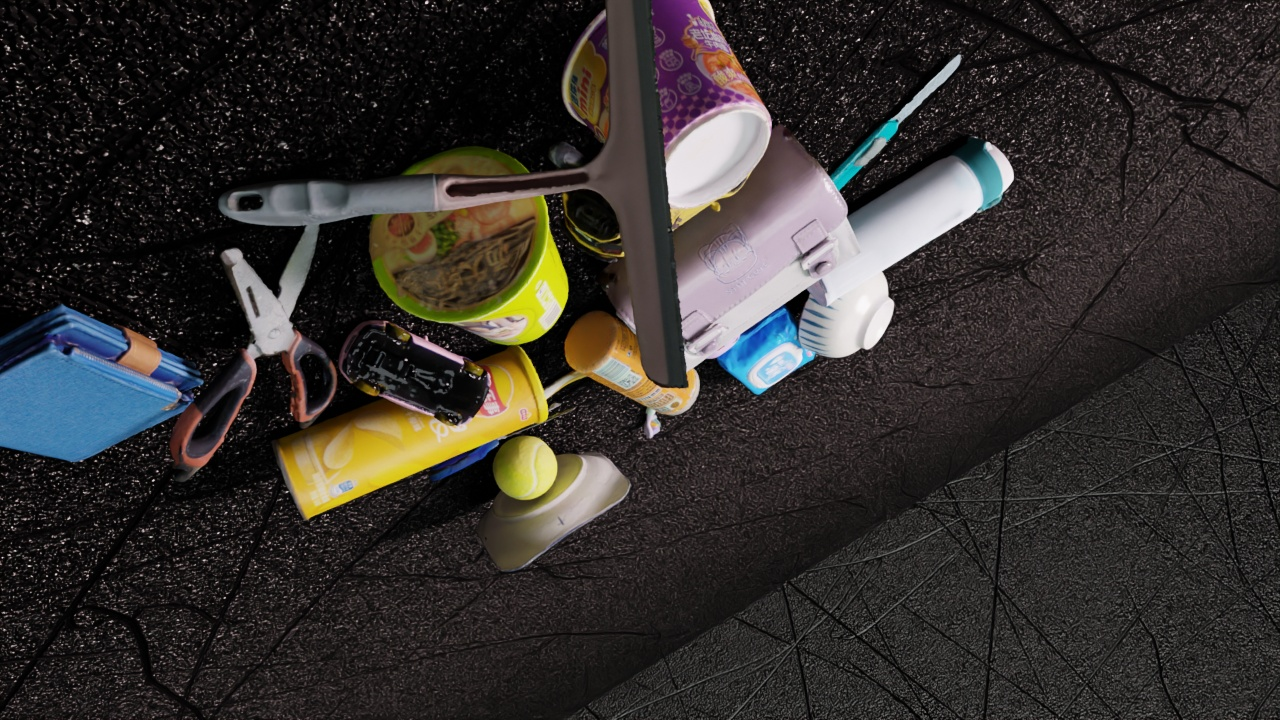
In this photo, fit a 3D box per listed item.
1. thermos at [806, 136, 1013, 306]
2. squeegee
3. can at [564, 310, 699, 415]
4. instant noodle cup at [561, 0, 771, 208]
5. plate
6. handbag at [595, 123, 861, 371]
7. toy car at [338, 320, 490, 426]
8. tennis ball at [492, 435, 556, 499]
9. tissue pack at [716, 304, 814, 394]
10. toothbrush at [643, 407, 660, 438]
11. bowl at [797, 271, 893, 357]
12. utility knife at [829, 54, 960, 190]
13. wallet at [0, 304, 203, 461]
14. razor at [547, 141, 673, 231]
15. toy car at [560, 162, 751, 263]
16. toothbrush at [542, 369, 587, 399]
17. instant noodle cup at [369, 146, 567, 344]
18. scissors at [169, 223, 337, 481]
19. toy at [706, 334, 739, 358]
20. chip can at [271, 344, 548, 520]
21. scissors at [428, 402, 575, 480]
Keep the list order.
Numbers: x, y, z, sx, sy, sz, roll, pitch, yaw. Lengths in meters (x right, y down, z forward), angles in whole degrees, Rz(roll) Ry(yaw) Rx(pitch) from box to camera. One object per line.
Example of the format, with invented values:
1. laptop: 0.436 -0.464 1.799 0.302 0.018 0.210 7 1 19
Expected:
1. thermos: 0.262 -0.138 0.911 0.224 0.073 0.073 -32 156 0
2. squeegee: -0.108 -0.097 0.518 0.249 0.247 0.040 -5 -178 0
3. can: -0.005 0.005 0.852 0.058 0.058 0.146 -39 142 17
4. instant noodle cup: 0.021 -0.155 0.565 0.111 0.099 0.112 -24 154 -13
5. plate: -0.102 0.146 0.983 0.164 0.034 0.164 -32 -159 -13
6. handbag: 0.076 -0.085 0.772 0.197 0.098 0.145 -36 150 9
7. toy car: -0.171 0.010 0.697 0.122 0.037 0.056 29 92 -40
8. tennis ball: -0.118 0.110 0.941 0.065 0.065 0.066 -26 155 -13
9. tissue pack: 0.143 -0.010 1.033 0.095 0.052 0.157 -36 155 10
10. toothbrush: 0.023 0.031 1.013 0.021 0.029 0.190 11 146 -1
11. bowl: 0.228 -0.052 0.983 0.116 0.066 0.117 -38 145 -35
12. utility knife: 0.199 -0.184 0.818 0.029 0.013 0.224 2 140 -51
13. wallet: -0.340 0.018 0.544 0.106 0.040 0.133 -29 165 -2
14. razor: -0.017 -0.130 0.661 0.142 0.022 0.043 11 99 -50
15. toy car: 0.016 -0.120 0.626 0.155 0.071 0.041 -36 152 -29
16. toothbrush: -0.058 0.016 0.891 0.191 0.018 0.016 -30 172 -4
17. instant noodle cup: -0.100 -0.063 0.603 0.111 0.111 0.123 -32 165 0
18. scissors: -0.247 -0.003 0.610 0.227 0.015 0.189 -52 165 8
19. toy: 0.077 -0.036 0.923 0.084 0.039 0.108 -21 154 -9
20. chip can: -0.186 0.056 0.758 0.213 0.072 0.072 -22 154 -18
21. scissors: -0.137 0.073 0.842 0.163 0.012 0.172 -19 -173 42
